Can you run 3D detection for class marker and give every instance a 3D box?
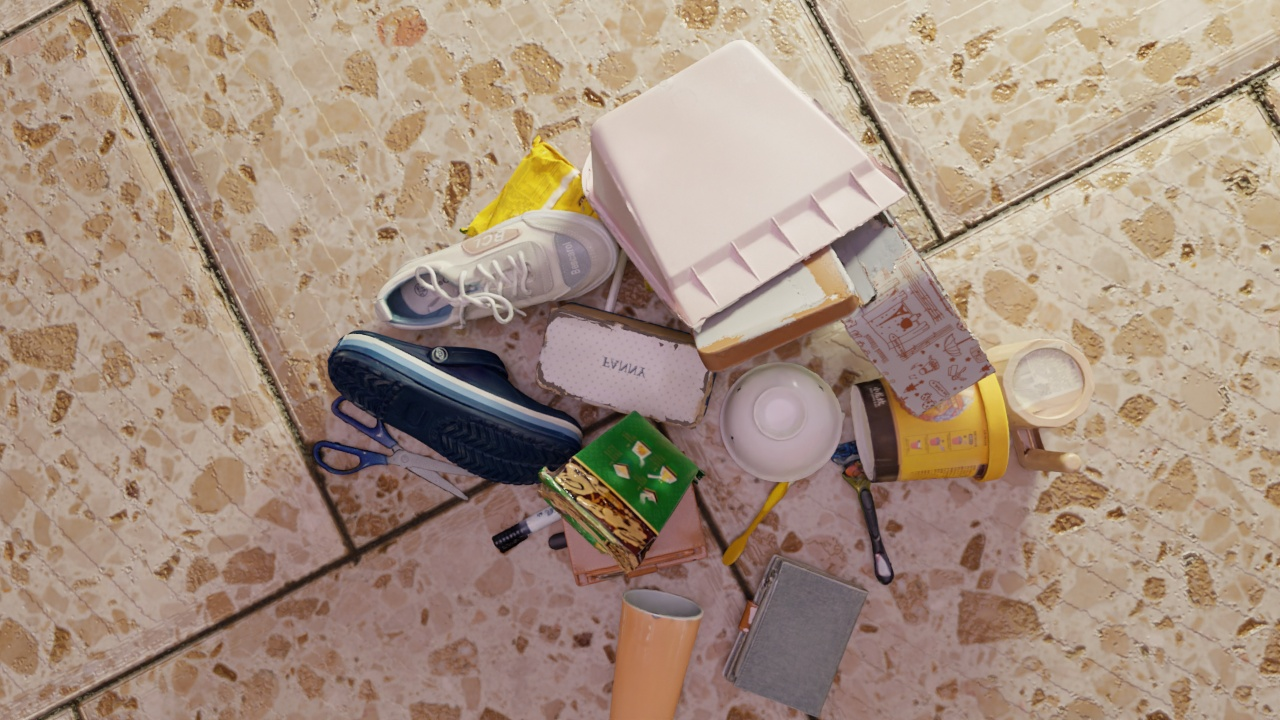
[{"bbox_3d":[-0.086,0.154,0.909,0.131,0.018,0.022,-27,72,3],"label":"marker"},{"bbox_3d":[-0.031,0.167,0.907,0.124,0.015,0.018,-14,82,4],"label":"marker"}]

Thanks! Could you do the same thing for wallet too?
[{"bbox_3d":[-0.008,0.153,0.880,0.132,0.031,0.107,-13,84,0],"label":"wallet"},{"bbox_3d":[0.146,0.261,0.878,0.106,0.037,0.129,22,90,-6],"label":"wallet"}]

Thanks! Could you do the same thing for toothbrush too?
[{"bbox_3d":[-0.015,-0.125,0.921,0.016,0.016,0.180,13,87,12],"label":"toothbrush"},{"bbox_3d":[0.141,0.124,0.897,0.016,0.018,0.191,37,87,25],"label":"toothbrush"}]

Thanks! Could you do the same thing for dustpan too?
[{"bbox_3d":[0.070,-0.163,0.831,0.222,0.139,0.273,-29,74,-6],"label":"dustpan"}]

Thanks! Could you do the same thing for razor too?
[{"bbox_3d":[0.220,0.148,0.886,0.043,0.022,0.142,-14,86,4],"label":"razor"}]

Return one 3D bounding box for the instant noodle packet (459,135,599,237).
[{"bbox_3d":[-0.101,-0.140,0.914,0.111,0.044,0.128,40,93,3],"label":"instant noodle packet"}]

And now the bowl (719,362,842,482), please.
[{"bbox_3d":[0.132,0.054,0.867,0.118,0.065,0.118,-2,80,9],"label":"bowl"}]

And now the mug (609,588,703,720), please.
[{"bbox_3d":[0.010,0.288,0.870,0.078,0.078,0.123,11,93,4],"label":"mug"}]

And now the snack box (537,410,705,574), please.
[{"bbox_3d":[-0.017,0.111,0.822,0.117,0.118,0.105,42,73,5],"label":"snack box"}]

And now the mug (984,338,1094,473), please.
[{"bbox_3d":[0.360,0.042,0.841,0.084,0.103,0.124,-14,85,3],"label":"mug"}]

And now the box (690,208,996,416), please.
[{"bbox_3d":[0.168,-0.036,0.798,0.227,0.180,0.156,-22,124,9],"label":"box"}]

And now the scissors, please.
[{"bbox_3d":[-0.253,0.103,0.927,0.141,0.012,0.171,-36,86,0],"label":"scissors"}]

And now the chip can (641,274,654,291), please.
[{"bbox_3d":[0.105,-0.124,0.884,0.221,0.072,0.072,-13,86,3],"label":"chip can"}]

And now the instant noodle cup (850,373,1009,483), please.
[{"bbox_3d":[0.259,0.059,0.840,0.114,0.118,0.118,-10,86,4],"label":"instant noodle cup"}]

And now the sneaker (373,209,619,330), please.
[{"bbox_3d":[-0.141,-0.080,0.858,0.243,0.090,0.089,-12,106,18],"label":"sneaker"}]

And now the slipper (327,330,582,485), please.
[{"bbox_3d":[-0.173,0.037,0.888,0.253,0.105,0.095,24,52,-6],"label":"slipper"}]

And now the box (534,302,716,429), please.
[{"bbox_3d":[-0.005,0.005,0.886,0.184,0.059,0.090,17,101,2],"label":"box"}]
